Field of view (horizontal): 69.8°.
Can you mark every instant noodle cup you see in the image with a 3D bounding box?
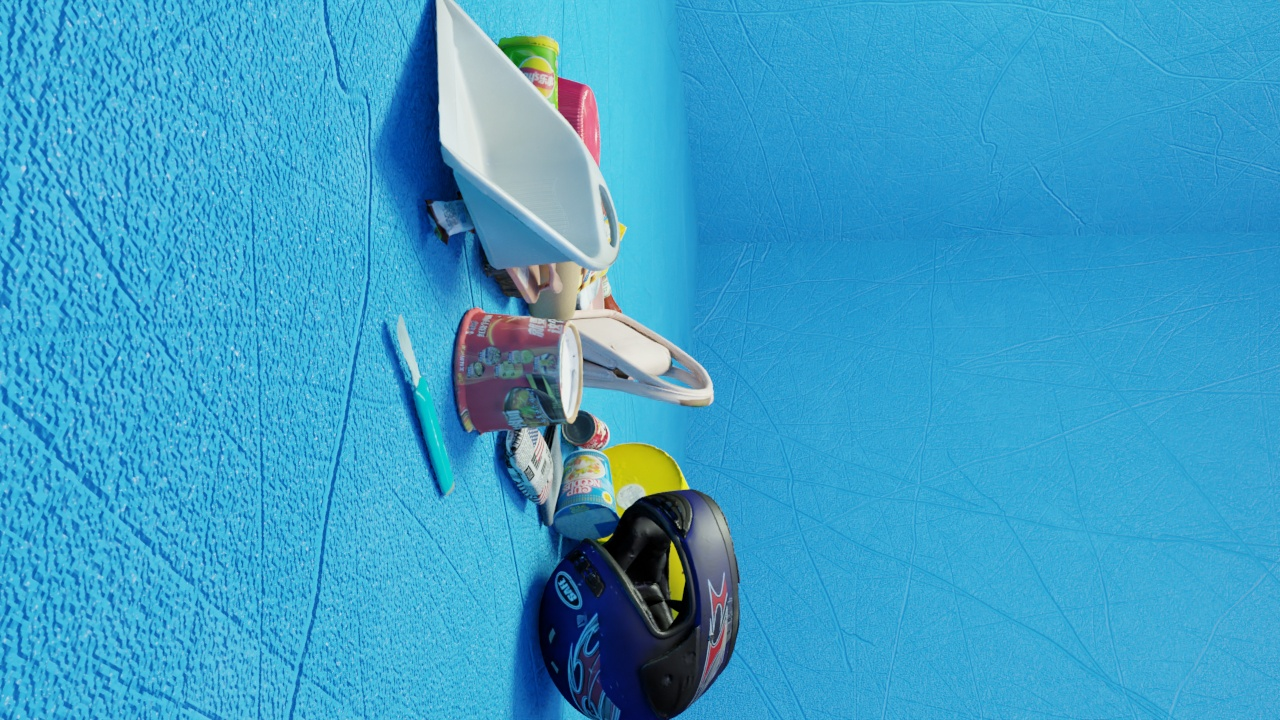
[{"bbox_3d":[-0.080,0.194,1.354,0.099,0.099,0.109,81,4,-47],"label":"instant noodle cup"},{"bbox_3d":[-0.123,0.010,0.967,0.138,0.109,0.138,0,89,-82],"label":"instant noodle cup"},{"bbox_3d":[-0.099,-0.320,1.302,0.193,0.066,0.194,0,89,-83],"label":"instant noodle cup"}]

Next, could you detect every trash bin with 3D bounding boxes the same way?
[{"bbox_3d":[0.003,0.280,1.496,0.255,0.230,0.229,73,18,-47],"label":"trash bin"}]

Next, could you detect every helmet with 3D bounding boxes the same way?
[{"bbox_3d":[-0.015,0.337,1.230,0.247,0.239,0.316,35,-53,52],"label":"helmet"}]

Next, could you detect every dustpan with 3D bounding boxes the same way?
[{"bbox_3d":[-0.101,-0.205,0.912,0.258,0.142,0.222,84,-3,-57],"label":"dustpan"}]

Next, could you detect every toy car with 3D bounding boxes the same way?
[{"bbox_3d":[-0.081,-0.104,1.334,0.090,0.034,0.043,-75,163,-48],"label":"toy car"}]

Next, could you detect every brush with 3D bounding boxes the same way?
[{"bbox_3d":[-0.131,-0.107,1.050,0.146,0.073,0.063,71,20,-71],"label":"brush"}]

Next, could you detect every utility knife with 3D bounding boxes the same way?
[{"bbox_3d":[-0.192,0.047,0.821,0.029,0.013,0.218,-78,168,-49],"label":"utility knife"}]

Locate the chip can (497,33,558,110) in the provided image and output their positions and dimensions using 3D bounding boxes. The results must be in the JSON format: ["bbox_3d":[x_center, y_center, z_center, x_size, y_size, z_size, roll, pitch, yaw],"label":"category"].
[{"bbox_3d":[-0.129,-0.256,1.060,0.072,0.072,0.221,1,90,-82],"label":"chip can"}]

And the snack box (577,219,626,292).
[{"bbox_3d":[-0.079,-0.137,1.269,0.140,0.034,0.087,-44,166,-50],"label":"snack box"}]

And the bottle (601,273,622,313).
[{"bbox_3d":[-0.060,-0.083,1.590,0.059,0.060,0.206,-82,166,-46],"label":"bottle"}]

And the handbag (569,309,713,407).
[{"bbox_3d":[-0.007,0.007,1.250,0.193,0.234,0.093,-14,122,-63],"label":"handbag"}]

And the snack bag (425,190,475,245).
[{"bbox_3d":[-0.178,-0.136,0.872,0.104,0.026,0.048,-63,134,-71],"label":"snack bag"}]

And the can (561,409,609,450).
[{"bbox_3d":[-0.083,0.112,1.435,0.133,0.053,0.053,52,38,-76],"label":"can"}]

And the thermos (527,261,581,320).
[{"bbox_3d":[-0.111,-0.123,1.154,0.092,0.093,0.143,-78,172,-56],"label":"thermos"}]

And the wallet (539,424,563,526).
[{"bbox_3d":[-0.125,0.155,1.276,0.120,0.019,0.097,-80,169,-56],"label":"wallet"}]

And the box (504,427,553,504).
[{"bbox_3d":[-0.139,0.125,1.124,0.164,0.051,0.068,79,3,-58],"label":"box"}]

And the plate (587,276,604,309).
[{"bbox_3d":[-0.096,-0.094,1.411,0.229,0.028,0.229,-1,89,-79],"label":"plate"}]

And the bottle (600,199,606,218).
[{"bbox_3d":[-0.094,-0.197,1.307,0.174,0.057,0.057,-61,151,-55],"label":"bottle"}]
